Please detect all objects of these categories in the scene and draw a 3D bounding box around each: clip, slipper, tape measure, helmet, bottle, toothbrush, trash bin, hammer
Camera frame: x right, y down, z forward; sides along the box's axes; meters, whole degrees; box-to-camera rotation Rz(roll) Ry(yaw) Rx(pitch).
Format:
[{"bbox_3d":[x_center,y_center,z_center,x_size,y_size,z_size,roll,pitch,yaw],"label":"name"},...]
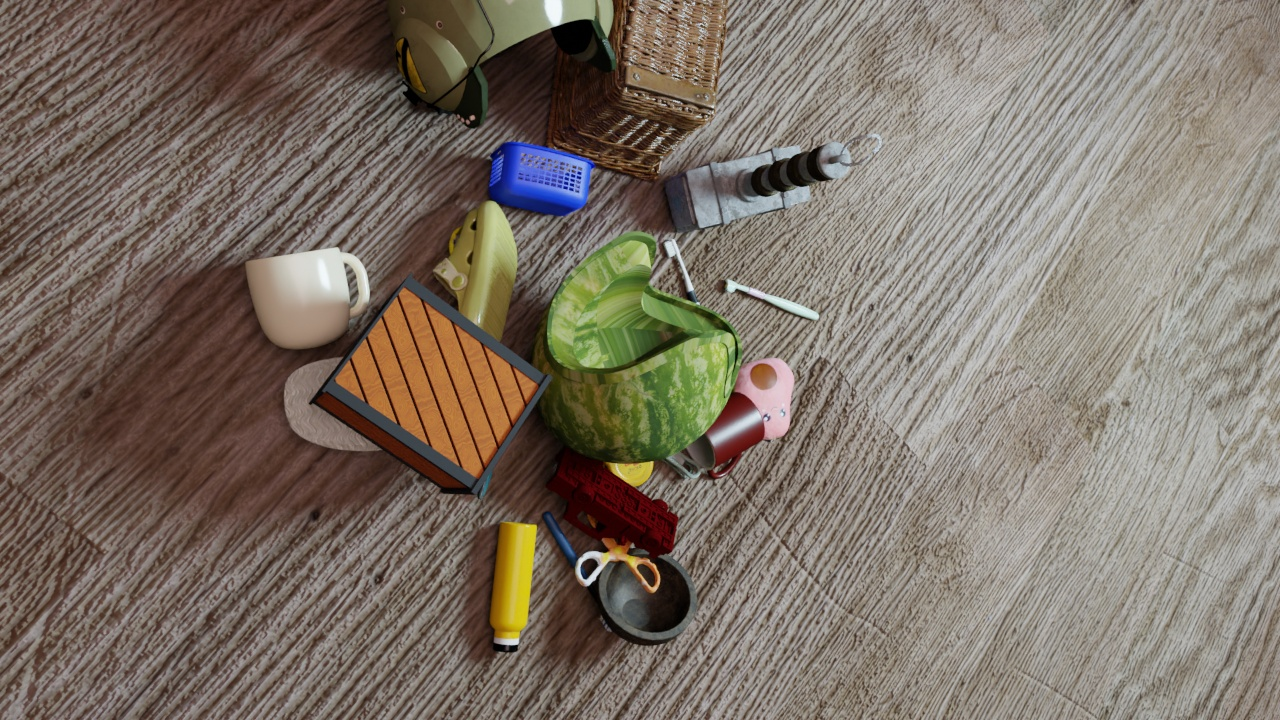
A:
[{"bbox_3d":[0.043,0.125,1.168,0.076,0.044,0.023,38,72,-18],"label":"clip"},{"bbox_3d":[-0.259,0.043,1.025,0.262,0.052,0.115,0,82,-24],"label":"slipper"},{"bbox_3d":[-0.193,-0.092,1.057,0.082,0.092,0.190,-4,64,15],"label":"slipper"},{"bbox_3d":[-0.015,0.127,1.140,0.068,0.030,0.059,-23,94,-23],"label":"tape measure"},{"bbox_3d":[-0.164,-0.380,0.990,0.249,0.256,0.233,-30,99,-24],"label":"helmet"},{"bbox_3d":[-0.148,0.260,1.056,0.043,0.043,0.143,9,81,-24],"label":"bottle"},{"bbox_3d":[-0.006,0.006,1.047,0.243,0.247,0.213,-37,61,0],"label":"helmet"},{"bbox_3d":[-0.073,0.255,1.107,0.168,0.014,0.014,60,22,-7],"label":"toothbrush"},{"bbox_3d":[0.070,-0.072,1.212,0.017,0.012,0.187,-22,94,-12],"label":"toothbrush"},{"bbox_3d":[0.182,-0.082,1.262,0.154,0.015,0.022,17,46,-23],"label":"toothbrush"},{"bbox_3d":[-0.217,0.031,0.938,0.172,0.140,0.139,38,70,-16],"label":"trash bin"},{"bbox_3d":[0.167,-0.220,1.098,0.176,0.327,0.079,-17,98,-19],"label":"hammer"}]

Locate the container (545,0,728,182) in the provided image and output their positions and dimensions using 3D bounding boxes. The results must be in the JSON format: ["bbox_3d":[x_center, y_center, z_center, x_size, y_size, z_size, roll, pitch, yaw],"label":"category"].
[{"bbox_3d":[0.004,-0.377,1.117,0.162,0.183,0.249,10,80,-26],"label":"container"}]

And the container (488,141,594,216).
[{"bbox_3d":[-0.121,-0.213,1.094,0.114,0.096,0.058,9,85,-24],"label":"container"}]

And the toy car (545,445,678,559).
[{"bbox_3d":[-0.038,0.174,1.093,0.170,0.062,0.070,36,37,-16],"label":"toy car"}]

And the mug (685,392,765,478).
[{"bbox_3d":[0.108,0.103,1.184,0.082,0.073,0.106,-26,124,-25],"label":"mug"}]

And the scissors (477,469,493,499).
[{"bbox_3d":[-0.179,0.092,1.075,0.133,0.019,0.146,-32,97,-27],"label":"scissors"}]

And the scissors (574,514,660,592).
[{"bbox_3d":[-0.031,0.233,1.098,0.130,0.011,0.125,-22,59,-37],"label":"scissors"}]

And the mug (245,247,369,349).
[{"bbox_3d":[-0.346,-0.065,0.972,0.120,0.096,0.100,-14,101,-30],"label":"mug"}]

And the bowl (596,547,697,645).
[{"bbox_3d":[0.002,0.292,1.105,0.121,0.056,0.121,11,45,-11],"label":"bowl"}]

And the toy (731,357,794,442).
[{"bbox_3d":[0.167,0.053,1.220,0.090,0.051,0.110,-12,90,-24],"label":"toy"}]
